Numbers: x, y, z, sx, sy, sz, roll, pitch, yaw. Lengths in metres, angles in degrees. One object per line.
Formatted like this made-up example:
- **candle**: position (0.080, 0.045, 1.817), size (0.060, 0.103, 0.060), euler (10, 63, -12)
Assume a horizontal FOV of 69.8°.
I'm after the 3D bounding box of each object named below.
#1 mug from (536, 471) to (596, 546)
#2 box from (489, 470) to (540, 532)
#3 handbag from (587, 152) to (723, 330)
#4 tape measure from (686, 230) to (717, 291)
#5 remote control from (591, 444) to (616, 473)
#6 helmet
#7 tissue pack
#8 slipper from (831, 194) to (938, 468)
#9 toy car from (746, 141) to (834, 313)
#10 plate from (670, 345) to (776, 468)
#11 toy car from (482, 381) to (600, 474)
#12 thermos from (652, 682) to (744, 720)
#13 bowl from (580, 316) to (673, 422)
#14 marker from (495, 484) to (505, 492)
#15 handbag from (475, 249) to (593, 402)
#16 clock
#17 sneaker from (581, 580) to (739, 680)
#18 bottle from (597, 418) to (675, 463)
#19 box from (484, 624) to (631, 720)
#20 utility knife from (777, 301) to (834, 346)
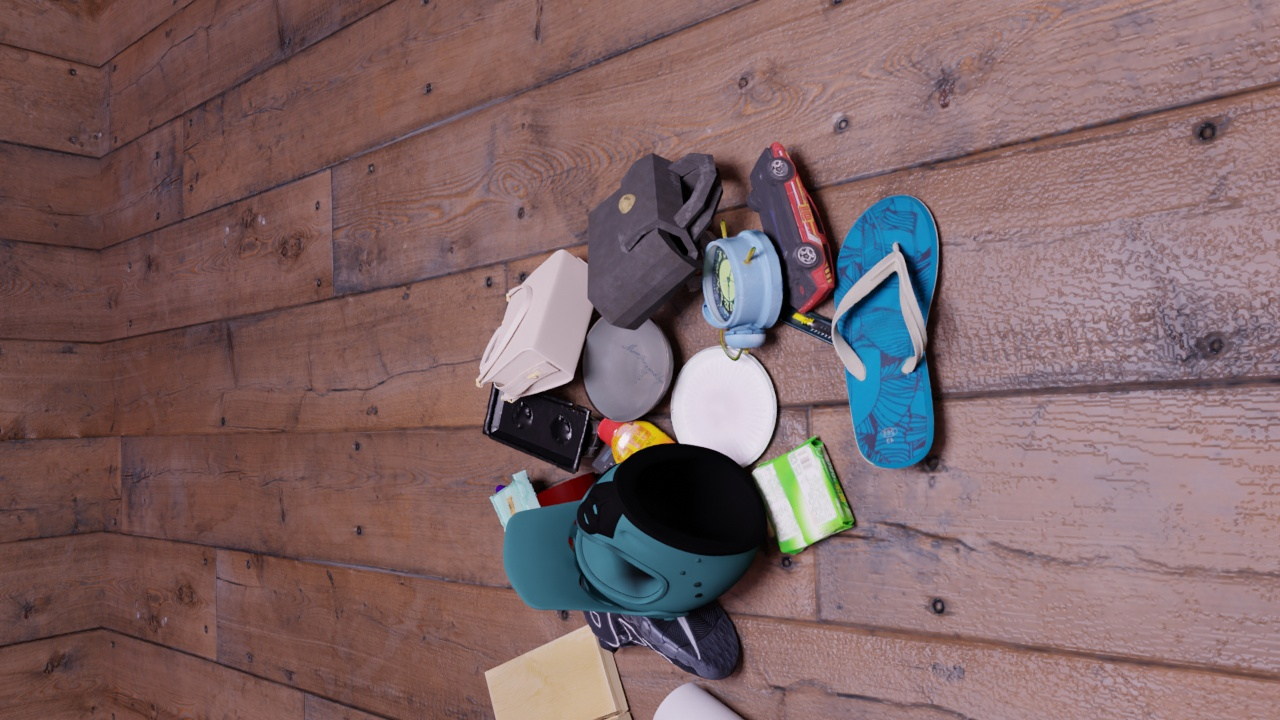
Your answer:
- **mug**: position (-0.074, 0.203, 1.246), size (0.114, 0.087, 0.088), euler (-25, 81, 17)
- **box**: position (-0.150, 0.258, 1.314), size (0.187, 0.052, 0.139), euler (65, 153, 11)
- **handbag**: position (0.019, -0.168, 1.106), size (0.200, 0.102, 0.197), euler (-39, 32, 27)
- **tape measure**: position (0.077, -0.128, 1.158), size (0.062, 0.020, 0.060), euler (-32, 69, 34)
- **remote control**: position (-0.003, 0.158, 1.214), size (0.140, 0.021, 0.045), euler (32, 77, 36)
- **helmet**: position (-0.001, 0.202, 1.044), size (0.201, 0.274, 0.176), euler (-45, 51, 36)
- **tissue pack**: position (0.183, 0.156, 1.053), size (0.100, 0.034, 0.114), euler (-33, 68, 35)
- **slipper**: position (0.252, -0.035, 0.964), size (0.118, 0.060, 0.294), euler (-9, 76, 39)
- **toy car**: position (0.170, -0.152, 1.046), size (0.082, 0.056, 0.189), euler (121, 134, -68)
- **plate**: position (0.103, 0.059, 1.136), size (0.157, 0.014, 0.157), euler (-1, 89, 40)
- **toy car**: position (-0.130, 0.088, 1.295), size (0.192, 0.071, 0.094), euler (16, 98, 39)
- **thermos**: position (0.113, 0.473, 1.054), size (0.222, 0.131, 0.132), euler (32, 109, 44)
- **bowl**: position (-0.007, 0.007, 1.202), size (0.151, 0.056, 0.150), euler (-2, 87, 40)
- **marker**: position (-0.165, 0.212, 1.357), size (0.134, 0.018, 0.015), euler (20, 105, 36)
- **handbag**: position (-0.160, -0.034, 1.277), size (0.198, 0.101, 0.194), euler (-26, 40, 42)
- **clock**: position (0.117, -0.076, 1.075), size (0.118, 0.060, 0.162), euler (-126, 32, -58)
- **sneaker**: position (0.004, 0.340, 1.168), size (0.252, 0.097, 0.151), euler (39, 129, 28)
- **bottle**: position (0.000, 0.115, 1.195), size (0.134, 0.048, 0.071), euler (37, 91, 38)
- **box**: position (-0.107, 0.525, 1.285), size (0.248, 0.068, 0.253), euler (-34, 62, 34)
- **utility knife**: position (0.216, -0.032, 1.041), size (0.173, 0.020, 0.029), euler (27, 104, 38)
